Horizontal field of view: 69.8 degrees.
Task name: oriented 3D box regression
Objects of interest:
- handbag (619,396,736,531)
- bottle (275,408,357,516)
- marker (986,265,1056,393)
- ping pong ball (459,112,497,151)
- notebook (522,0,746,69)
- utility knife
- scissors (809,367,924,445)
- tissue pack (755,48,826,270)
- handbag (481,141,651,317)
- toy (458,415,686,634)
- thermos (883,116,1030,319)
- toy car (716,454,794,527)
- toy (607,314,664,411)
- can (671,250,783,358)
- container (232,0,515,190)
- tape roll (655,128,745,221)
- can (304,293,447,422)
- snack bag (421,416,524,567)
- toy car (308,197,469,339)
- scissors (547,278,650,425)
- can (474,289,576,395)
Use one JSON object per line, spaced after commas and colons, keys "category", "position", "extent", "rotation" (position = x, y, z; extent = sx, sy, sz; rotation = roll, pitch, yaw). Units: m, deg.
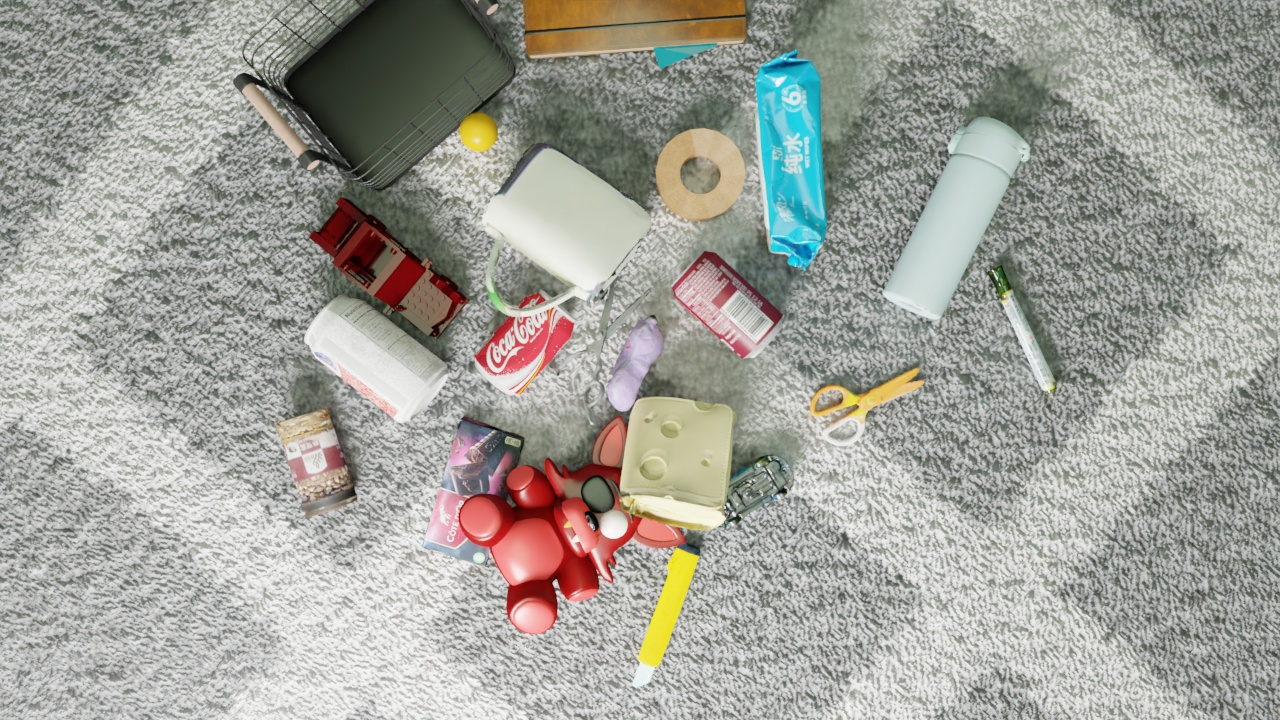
{"category": "handbag", "position": [0.038, 0.105, 0.937], "extent": [0.111, 0.081, 0.119], "rotation": [12, 64, -6]}
{"category": "bottle", "position": [-0.346, 0.108, 0.982], "extent": [0.056, 0.056, 0.105], "rotation": [-17, 92, 2]}
{"category": "marker", "position": [0.407, -0.033, 0.977], "extent": [0.017, 0.017, 0.146], "rotation": [-25, 92, 2]}
{"category": "ping pong ball", "position": [-0.171, -0.241, 0.967], "extent": [0.040, 0.040, 0.040], "rotation": [0, 93, 1]}
{"category": "notebook", "position": [-0.001, -0.401, 0.968], "extent": [0.249, 0.014, 0.178], "rotation": [-4, 92, 1]}
{"category": "utility knife", "position": [0.025, 0.279, 1.003], "extent": [0.030, 0.017, 0.175], "rotation": [20, 93, 5]}
{"category": "scissors", "position": [0.250, 0.049, 0.987], "extent": [0.131, 0.012, 0.073], "rotation": [-19, 93, 3]}
{"category": "tissue pack", "position": [0.152, -0.193, 0.926], "extent": [0.066, 0.117, 0.209], "rotation": [-4, 93, 7]}
{"category": "handbag", "position": [-0.094, -0.114, 0.940], "extent": [0.151, 0.074, 0.175], "rotation": [34, 68, 0]}
{"category": "toy", "position": [-0.072, 0.171, 0.955], "extent": [0.197, 0.120, 0.158], "rotation": [-28, 89, -6]}
{"category": "thermos", "position": [0.325, -0.148, 0.949], "extent": [0.078, 0.065, 0.207], "rotation": [27, 94, 26]}
{"category": "toy car", "position": [0.114, 0.140, 0.985], "extent": [0.105, 0.032, 0.048], "rotation": [-33, 91, 5]}
{"category": "toy", "position": [-0.006, 0.006, 0.965], "extent": [0.036, 0.080, 0.099], "rotation": [24, 75, 14]}
{"category": "can", "position": [0.091, -0.058, 0.960], "extent": [0.114, 0.063, 0.063], "rotation": [42, 93, -1]}
{"category": "container", "position": [-0.258, -0.301, 0.921], "extent": [0.241, 0.130, 0.163], "rotation": [-40, 92, 3]}
{"category": "tape roll", "position": [0.063, -0.196, 0.971], "extent": [0.094, 0.027, 0.094], "rotation": [0, 93, 1]}
{"category": "can", "position": [-0.276, -0.002, 0.964], "extent": [0.136, 0.078, 0.078], "rotation": [38, 93, -1]}
{"category": "snack bag", "position": [-0.182, 0.144, 1.001], "extent": [0.074, 0.018, 0.155], "rotation": [17, 95, -1]}
{"category": "toy car", "position": [-0.267, -0.098, 0.966], "extent": [0.170, 0.062, 0.070], "rotation": [40, 93, -1]}
{"category": "scissors", "position": [-0.042, -0.010, 0.951], "extent": [0.142, 0.014, 0.171], "rotation": [-28, 48, 27]}
{"category": "can", "position": [-0.121, -0.019, 0.966], "extent": [0.064, 0.064, 0.105], "rotation": [42, 93, -1]}
